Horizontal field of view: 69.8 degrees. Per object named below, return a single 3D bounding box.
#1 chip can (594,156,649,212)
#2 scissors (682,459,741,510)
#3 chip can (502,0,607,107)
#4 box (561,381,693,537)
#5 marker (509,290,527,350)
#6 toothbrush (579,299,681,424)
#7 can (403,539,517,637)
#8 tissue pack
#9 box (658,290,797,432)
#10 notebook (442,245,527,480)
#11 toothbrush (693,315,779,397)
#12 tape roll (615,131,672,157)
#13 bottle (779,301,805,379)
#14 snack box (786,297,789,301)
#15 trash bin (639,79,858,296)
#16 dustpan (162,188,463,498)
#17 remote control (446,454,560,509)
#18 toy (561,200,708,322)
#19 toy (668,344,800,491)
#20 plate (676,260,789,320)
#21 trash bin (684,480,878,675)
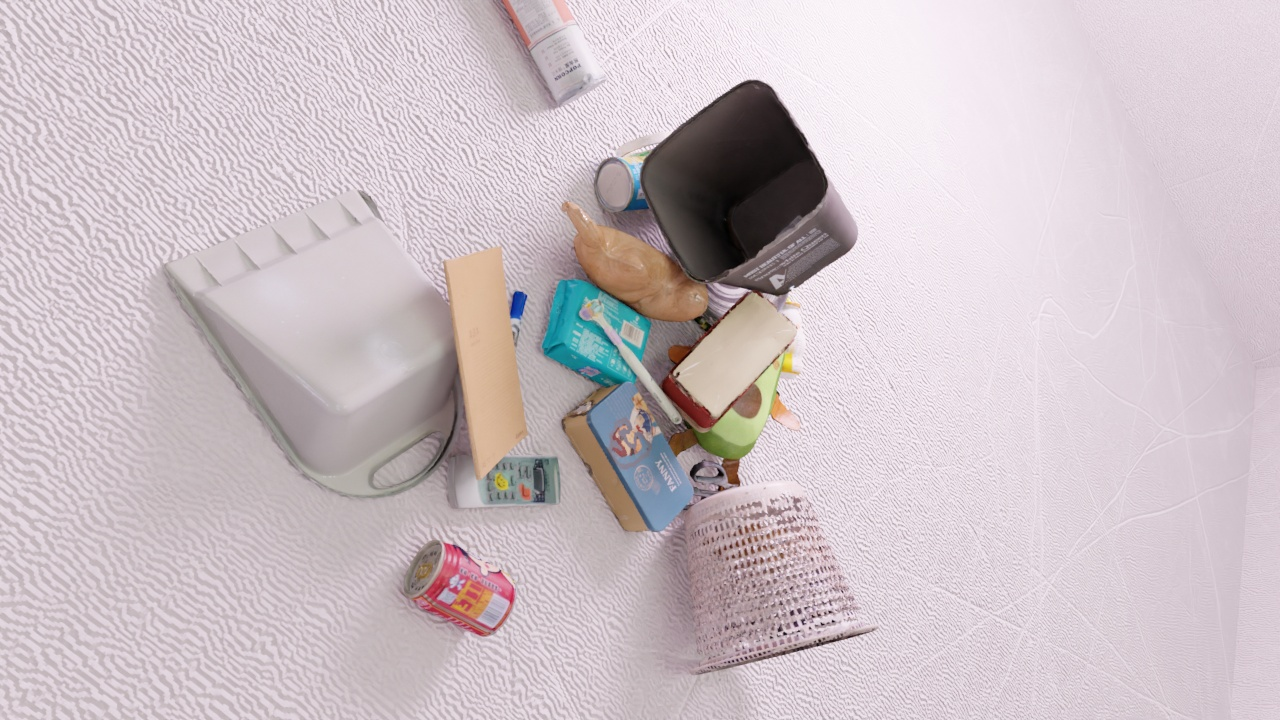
[{"bbox_3d":[0.038,-0.238,1.213,0.209,0.071,0.071,-14,89,-43],"label":"chip can"},{"bbox_3d":[0.115,0.173,1.187,0.146,0.014,0.172,-35,134,-6],"label":"scissors"},{"bbox_3d":[-0.122,-0.422,1.115,0.071,0.071,0.215,-39,105,-41],"label":"chip can"},{"bbox_3d":[-0.011,0.120,1.079,0.089,0.061,0.184,-43,106,-40],"label":"box"},{"bbox_3d":[-0.147,-0.009,1.019,0.017,0.017,0.145,25,63,-36],"label":"marker"},{"bbox_3d":[-0.006,0.006,1.073,0.189,0.029,0.020,52,12,-23],"label":"toothbrush"},{"bbox_3d":[-0.176,0.221,0.895,0.093,0.067,0.066,37,56,-29],"label":"can"},{"bbox_3d":[-0.053,-0.029,1.087,0.133,0.050,0.093,31,62,-33],"label":"tissue pack"},{"bbox_3d":[0.111,-0.001,1.112,0.091,0.080,0.168,44,68,5],"label":"box"},{"bbox_3d":[-0.154,-0.003,0.923,0.149,0.012,0.211,-51,136,-74],"label":"notebook"},{"bbox_3d":[0.132,-0.005,1.277,0.186,0.017,0.012,43,56,-24],"label":"toothbrush"},{"bbox_3d":[0.010,-0.275,1.185,0.085,0.086,0.014,-15,90,-44],"label":"tape roll"},{"bbox_3d":[0.204,-0.029,1.302,0.063,0.063,0.108,12,84,-40],"label":"bottle"},{"bbox_3d":[0.172,-0.138,1.340,0.085,0.026,0.156,-3,81,-43],"label":"snack box"},{"bbox_3d":[0.150,-0.189,1.135,0.219,0.199,0.198,16,45,-59],"label":"trash bin"},{"bbox_3d":[-0.287,-0.003,0.895,0.258,0.143,0.222,43,47,11],"label":"dustpan"},{"bbox_3d":[-0.144,0.129,0.982,0.135,0.019,0.056,6,75,-41],"label":"remote control"},{"bbox_3d":[-0.021,-0.115,1.086,0.226,0.144,0.082,28,80,-33],"label":"toy"},{"bbox_3d":[0.121,0.045,1.192,0.227,0.090,0.246,32,71,-29],"label":"toy"},{"bbox_3d":[0.127,-0.129,1.275,0.179,0.024,0.179,7,73,-23],"label":"plate"},{"bbox_3d":[0.146,0.255,1.099,0.227,0.228,0.192,5,63,-42],"label":"trash bin"}]
